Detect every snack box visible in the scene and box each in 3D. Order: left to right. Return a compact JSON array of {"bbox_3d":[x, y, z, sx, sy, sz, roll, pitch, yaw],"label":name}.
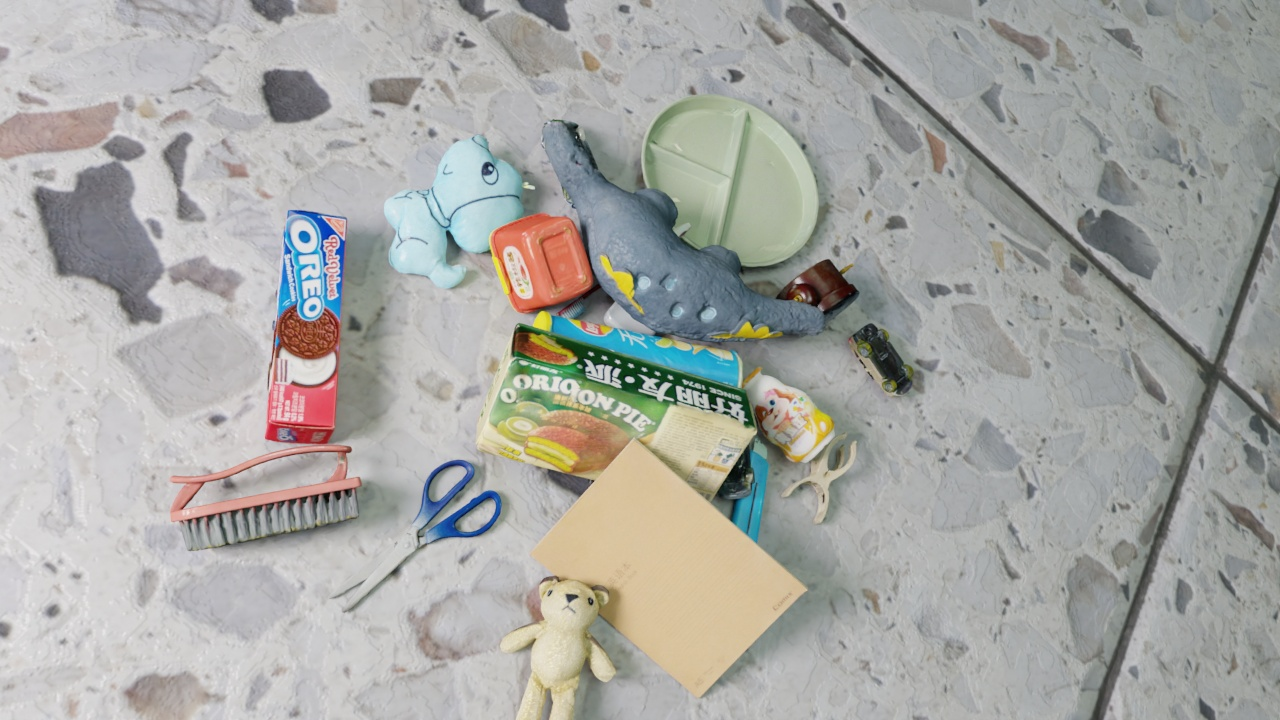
[{"bbox_3d":[-0.299,-0.032,0.823,0.057,0.058,0.207,6,67,-23],"label":"snack box"},{"bbox_3d":[-0.094,-0.098,0.907,0.081,0.080,0.091,-26,106,-29],"label":"snack box"},{"bbox_3d":[-0.023,0.056,0.861,0.240,0.115,0.063,16,35,-15],"label":"snack box"}]

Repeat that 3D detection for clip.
[{"bbox_3d":[0.196,0.122,0.981,0.070,0.035,0.099,41,65,-4],"label":"clip"}]

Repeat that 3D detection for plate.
[{"bbox_3d":[0.104,-0.210,1.078,0.230,0.028,0.229,8,68,-20],"label":"plate"}]

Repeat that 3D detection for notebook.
[{"bbox_3d":[0.025,0.193,0.844,0.211,0.012,0.149,41,99,-3],"label":"notebook"}]

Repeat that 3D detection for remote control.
[{"bbox_3d":[0.015,-0.072,0.990,0.056,0.020,0.135,40,60,-5],"label":"remote control"}]

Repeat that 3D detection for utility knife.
[{"bbox_3d":[0.110,0.154,0.941,0.034,0.018,0.160,22,62,-13],"label":"utility knife"}]

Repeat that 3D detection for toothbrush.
[{"bbox_3d":[-0.013,-0.095,0.976,0.187,0.016,0.017,-37,95,-21],"label":"toothbrush"}]

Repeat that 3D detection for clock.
[{"bbox_3d":[0.188,-0.066,1.024,0.121,0.082,0.055,-27,77,-30],"label":"clock"}]

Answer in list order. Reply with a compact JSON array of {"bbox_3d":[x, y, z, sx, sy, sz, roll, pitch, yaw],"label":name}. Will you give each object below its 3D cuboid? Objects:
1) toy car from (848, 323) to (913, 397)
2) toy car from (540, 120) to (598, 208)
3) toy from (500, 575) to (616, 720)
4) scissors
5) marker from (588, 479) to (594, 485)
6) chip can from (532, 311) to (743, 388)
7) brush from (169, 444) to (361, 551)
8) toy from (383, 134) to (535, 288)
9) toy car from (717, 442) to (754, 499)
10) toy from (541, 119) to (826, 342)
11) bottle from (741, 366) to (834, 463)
[{"bbox_3d":[0.278,0.002,1.060,0.042,0.035,0.090,-33,85,-28],"label":"toy car"},{"bbox_3d":[-0.074,-0.213,1.003,0.048,0.031,0.105,-16,78,-28],"label":"toy car"},{"bbox_3d":[-0.073,0.264,0.793,0.105,0.066,0.157,11,58,1],"label":"toy"},{"bbox_3d":[-0.193,0.165,0.815,0.126,0.012,0.173,24,64,-12],"label":"scissors"},{"bbox_3d":[0.007,0.134,0.908,0.124,0.015,0.018,18,62,-12],"label":"marker"},{"bbox_3d":[-0.005,0.005,0.921,0.210,0.071,0.071,11,66,-18],"label":"chip can"},{"bbox_3d":[-0.309,0.111,0.759,0.145,0.063,0.069,-9,85,-23],"label":"brush"},{"bbox_3d":[-0.180,-0.152,0.925,0.156,0.050,0.161,-5,82,-26],"label":"toy"},{"bbox_3d":[0.095,0.100,0.943,0.043,0.034,0.090,-10,58,14],"label":"toy car"},{"bbox_3d":[0.023,-0.102,0.929,0.356,0.092,0.137,38,69,-4],"label":"toy"},{"bbox_3d":[0.152,0.056,0.972,0.108,0.063,0.063,45,60,8],"label":"bottle"}]
